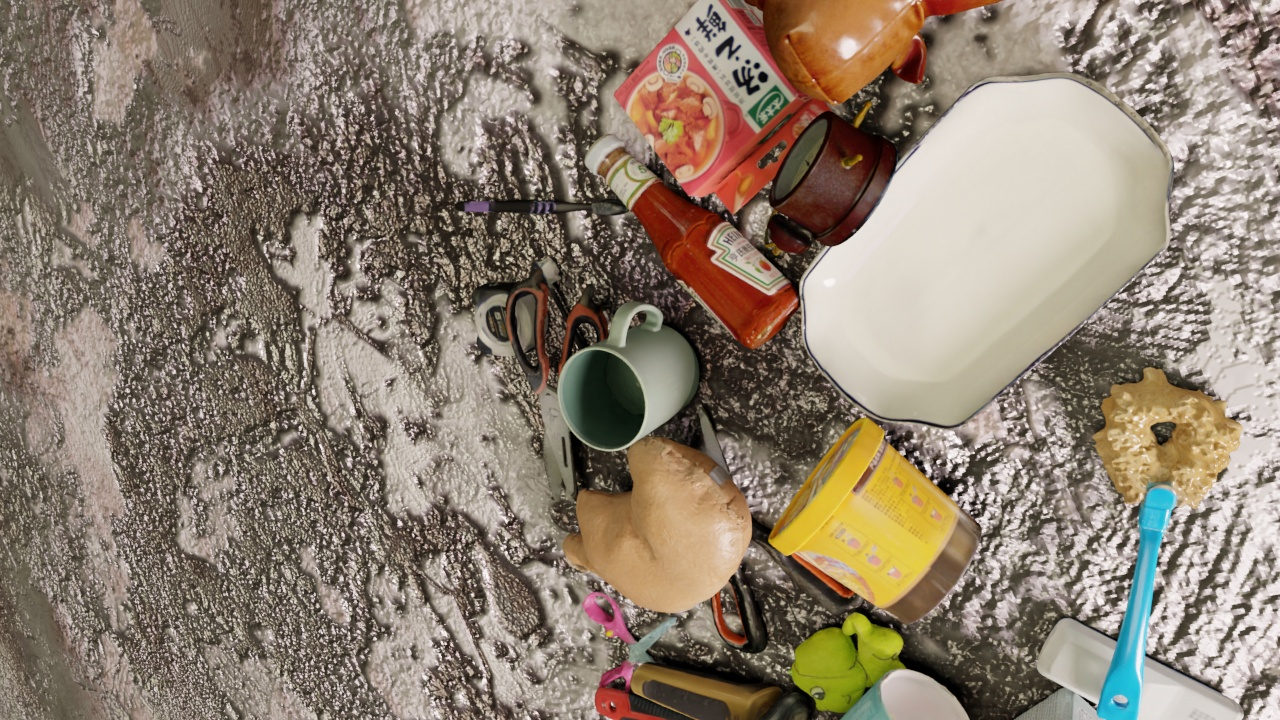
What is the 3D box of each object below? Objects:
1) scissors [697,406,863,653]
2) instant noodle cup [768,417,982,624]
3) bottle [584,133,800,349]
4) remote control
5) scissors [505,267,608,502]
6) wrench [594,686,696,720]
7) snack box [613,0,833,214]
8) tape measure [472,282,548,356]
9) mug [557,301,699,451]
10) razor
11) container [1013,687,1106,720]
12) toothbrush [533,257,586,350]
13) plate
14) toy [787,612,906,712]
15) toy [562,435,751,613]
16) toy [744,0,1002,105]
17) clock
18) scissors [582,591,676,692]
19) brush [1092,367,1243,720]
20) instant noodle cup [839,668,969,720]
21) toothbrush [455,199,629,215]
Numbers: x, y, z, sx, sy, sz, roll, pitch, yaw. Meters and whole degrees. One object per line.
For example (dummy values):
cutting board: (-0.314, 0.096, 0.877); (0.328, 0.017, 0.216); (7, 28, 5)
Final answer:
scissors: (0.086, 0.158, 0.788); (0.221, 0.021, 0.228); (19, 114, 23)
instant noodle cup: (0.175, 0.121, 0.676); (0.114, 0.118, 0.119); (37, 120, 7)
bottle: (0.036, -0.098, 0.719); (0.206, 0.059, 0.060); (46, 121, 10)
remote control: (0.354, 0.235, 0.658); (0.125, 0.024, 0.049); (25, 116, 21)
scissors: (-0.065, 0.029, 0.815); (0.199, 0.015, 0.205); (-37, 97, 26)
wrench: (0.079, 0.355, 0.850); (0.274, 0.016, 0.056); (12, 109, 23)
snack box: (0.061, -0.189, 0.684); (0.113, 0.044, 0.127); (-41, 83, 32)
tape measure: (-0.119, -0.037, 0.839); (0.066, 0.033, 0.066); (9, 111, 26)
mug: (-0.004, 0.004, 0.743); (0.082, 0.106, 0.112); (15, 112, 26)
razor: (0.067, 0.307, 0.819); (0.168, 0.067, 0.062); (7, 107, 30)
container: (0.303, 0.314, 0.675); (0.090, 0.089, 0.112); (42, 117, 12)
toothbrush: (-0.048, -0.010, 0.818); (0.018, 0.015, 0.181); (-26, 90, 24)
plate: (0.227, -0.069, 0.632); (0.162, 0.034, 0.266); (45, 121, 11)
toy: (0.171, 0.251, 0.763); (0.100, 0.031, 0.097); (-5, 105, 25)
toy: (0.004, 0.160, 0.792); (0.143, 0.082, 0.227); (53, 131, 10)
toy: (0.170, -0.250, 0.573); (0.200, 0.140, 0.130); (-24, 50, 31)
clock: (0.126, -0.120, 0.643); (0.055, 0.081, 0.122); (27, 144, -14)
scissors: (-0.009, 0.281, 0.885); (0.133, 0.017, 0.135); (40, 117, 10)
brush: (0.339, 0.131, 0.617); (0.083, 0.045, 0.255); (8, 103, 24)
instant noodle cup: (0.194, 0.309, 0.717); (0.111, 0.111, 0.121); (32, 120, 18)
toothbrush: (-0.092, -0.134, 0.806); (0.189, 0.016, 0.014); (6, 108, 30)
